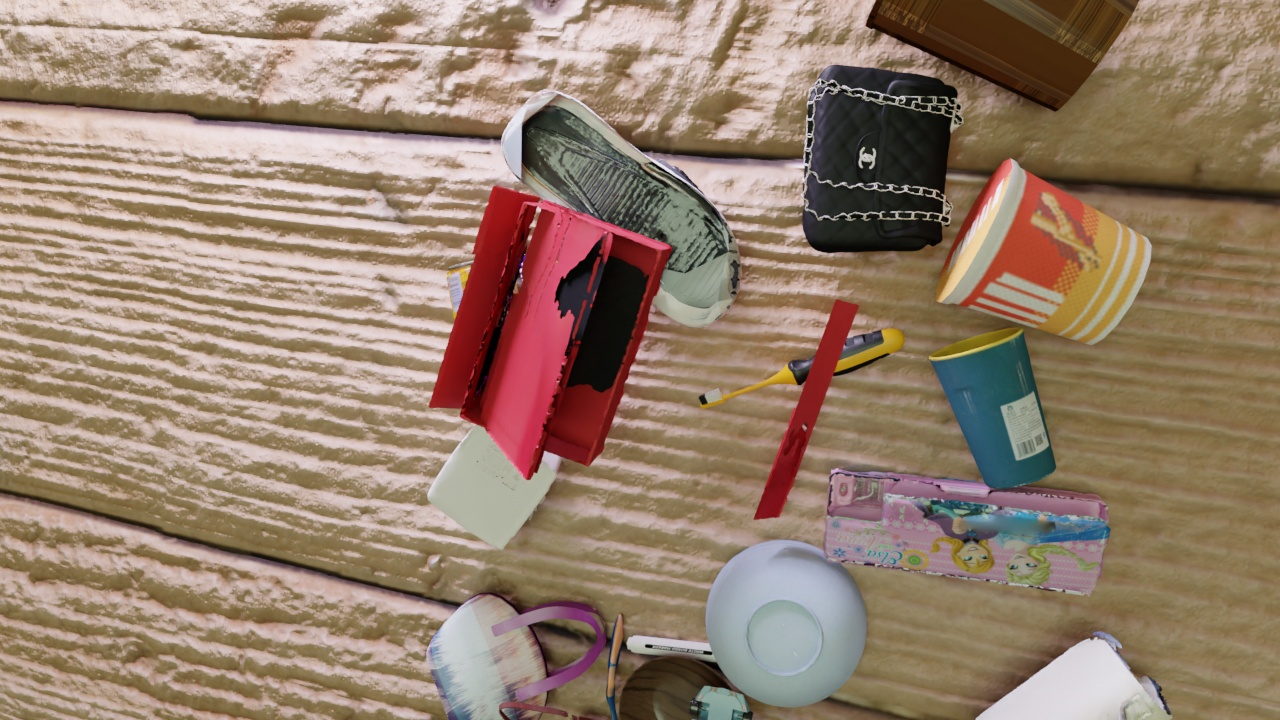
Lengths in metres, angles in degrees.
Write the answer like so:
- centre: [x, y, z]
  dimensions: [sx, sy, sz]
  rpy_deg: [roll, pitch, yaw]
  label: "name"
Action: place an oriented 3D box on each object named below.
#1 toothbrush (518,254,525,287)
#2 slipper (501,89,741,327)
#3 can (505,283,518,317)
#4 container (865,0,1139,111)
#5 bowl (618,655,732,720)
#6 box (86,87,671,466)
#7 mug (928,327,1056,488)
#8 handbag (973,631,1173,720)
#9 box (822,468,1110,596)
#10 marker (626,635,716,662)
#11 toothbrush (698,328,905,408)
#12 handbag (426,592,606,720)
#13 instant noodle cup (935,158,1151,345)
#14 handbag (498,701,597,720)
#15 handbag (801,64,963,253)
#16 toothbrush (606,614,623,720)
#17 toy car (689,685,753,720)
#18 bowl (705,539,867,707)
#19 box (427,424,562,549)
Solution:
- centre: [-0.110, -0.080, 0.908]
  dimensions: [0.015, 0.016, 0.186]
  rpy_deg: [-20, 87, 16]
  label: "toothbrush"
- centre: [-0.010, -0.142, 0.847]
  dimensions: [0.264, 0.063, 0.111]
  rpy_deg: [39, 101, 1]
  label: "slipper"
- centre: [-0.148, -0.042, 0.894]
  dimensions: [0.068, 0.067, 0.105]
  rpy_deg: [-11, 90, 16]
  label: "can"
- centre: [0.289, -0.286, 0.730]
  dimensions: [0.167, 0.132, 0.132]
  rpy_deg: [33, 101, 6]
  label: "container"
- centre: [0.041, 0.337, 0.882]
  dimensions: [0.119, 0.032, 0.119]
  rpy_deg: [1, 94, 16]
  label: "bowl"
- centre: [-0.190, -0.055, 0.756]
  dimensions: [0.424, 0.128, 0.213]
  rpy_deg: [15, 103, -24]
  label: "box"
- centre: [0.301, 0.041, 0.771]
  dimensions: [0.078, 0.078, 0.121]
  rpy_deg: [-19, 92, 16]
  label: "mug"
- centre: [0.335, 0.292, 0.721]
  dimensions: [0.151, 0.175, 0.074]
  rpy_deg: [-42, 80, 15]
  label: "handbag"
- centre: [0.275, 0.148, 0.788]
  dimensions: [0.231, 0.063, 0.084]
  rpy_deg: [5, 95, 15]
  label: "box"
- centre: [0.051, 0.278, 0.883]
  dimensions: [0.134, 0.017, 0.020]
  rpy_deg: [2, 73, 16]
  label: "marker"
- centre: [0.144, 0.011, 0.836]
  dimensions: [0.197, 0.031, 0.031]
  rpy_deg: [-20, 112, 20]
  label: "toothbrush"
- centre: [-0.115, 0.293, 0.914]
  dimensions: [0.170, 0.068, 0.144]
  rpy_deg: [-22, 87, 9]
  label: "handbag"
- centre: [0.324, -0.080, 0.737]
  dimensions: [0.121, 0.123, 0.123]
  rpy_deg: [24, 99, 5]
  label: "instant noodle cup"
- centre: [-0.085, 0.362, 0.897]
  dimensions: [0.119, 0.029, 0.055]
  rpy_deg: [27, 96, -13]
  label: "handbag"
- centre: [0.201, -0.168, 0.765]
  dimensions: [0.125, 0.114, 0.153]
  rpy_deg: [5, 91, 13]
  label: "handbag"
- centre: [-0.028, 0.317, 0.894]
  dimensions: [0.017, 0.021, 0.135]
  rpy_deg: [4, 81, -7]
  label: "toothbrush"
- centre: [0.071, 0.350, 0.841]
  dimensions: [0.060, 0.027, 0.107]
  rpy_deg: [8, 91, 15]
  label: "toy car"
- centre: [0.128, 0.240, 0.818]
  dimensions: [0.151, 0.074, 0.150]
  rpy_deg: [-1, 86, 10]
  label: "bowl"
- centre: [-0.136, 0.108, 0.917]
  dimensions: [0.102, 0.101, 0.108]
  rpy_deg: [34, 108, -6]
  label: "box"
